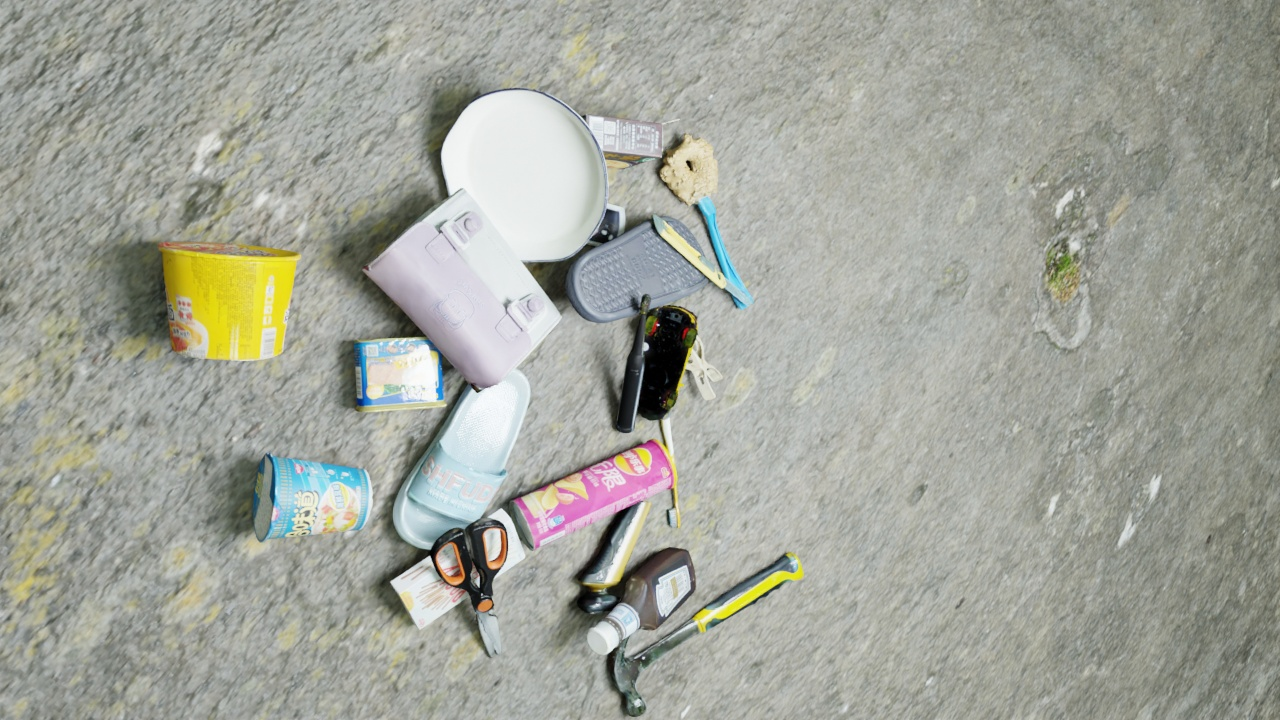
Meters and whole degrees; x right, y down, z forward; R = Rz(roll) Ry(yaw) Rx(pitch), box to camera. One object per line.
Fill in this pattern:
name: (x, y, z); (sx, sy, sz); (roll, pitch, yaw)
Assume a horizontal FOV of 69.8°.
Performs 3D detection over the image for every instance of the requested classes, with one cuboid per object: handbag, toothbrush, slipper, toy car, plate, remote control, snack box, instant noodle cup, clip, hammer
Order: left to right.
instant noodle cup: (-0.429, -0.063, 0.959); (0.137, 0.138, 0.110); (1, 102, -26)
instant noodle cup: (-0.365, 0.155, 1.026); (0.109, 0.099, 0.099); (8, 90, -34)
snack box: (-0.218, 0.253, 1.114); (0.156, 0.027, 0.085); (-33, 139, -21)
handbag: (-0.201, -0.080, 1.062); (0.197, 0.099, 0.144); (52, 49, -18)
slipper: (-0.203, 0.117, 1.107); (0.104, 0.074, 0.245); (31, 79, -25)
plate: (-0.130, -0.217, 1.075); (0.205, 0.205, 0.045); (61, 25, -16)
remote control: (-0.090, -0.183, 1.171); (0.150, 0.021, 0.058); (10, 89, -25)
snack box: (-0.033, -0.273, 1.141); (0.125, 0.113, 0.053); (2, 93, -26)
slipper: (-0.014, -0.111, 1.176); (0.267, 0.084, 0.110); (-27, 95, -47)
toothbrush: (-0.007, 0.007, 1.158); (0.026, 0.027, 0.213); (15, 128, 7)
toy car: (0.028, 0.003, 1.212); (0.071, 0.041, 0.156); (18, 103, 12)
toothbrush: (0.038, 0.138, 1.258); (0.018, 0.016, 0.191); (-9, 98, -17)
clip: (0.077, 0.003, 1.251); (0.100, 0.035, 0.071); (53, 34, -19)
hammer: (0.096, 0.361, 1.292); (0.322, 0.032, 0.126); (-26, 105, -22)

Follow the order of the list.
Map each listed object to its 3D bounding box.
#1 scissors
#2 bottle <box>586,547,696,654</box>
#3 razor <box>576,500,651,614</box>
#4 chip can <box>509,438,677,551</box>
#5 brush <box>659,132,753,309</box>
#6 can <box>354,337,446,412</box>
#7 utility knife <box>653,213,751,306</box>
scissors: (-0.206, 0.285, 1.105); (0.141, 0.021, 0.235); (1, 118, -32)
bottle: (0.003, 0.315, 1.193); (0.194, 0.044, 0.080); (-28, 112, -49)
razor: (-0.030, 0.259, 1.214); (0.067, 0.062, 0.167); (29, 74, -6)
chip can: (-0.060, 0.171, 1.182); (0.210, 0.071, 0.071); (-21, 102, -23)
brush: (0.098, -0.186, 1.257); (0.083, 0.046, 0.255); (-33, 111, -24)
can: (-0.282, 0.015, 1.073); (0.102, 0.057, 0.083); (-3, 92, -26)
utility knife: (0.084, -0.126, 1.220); (0.210, 0.022, 0.030); (40, 42, -39)
